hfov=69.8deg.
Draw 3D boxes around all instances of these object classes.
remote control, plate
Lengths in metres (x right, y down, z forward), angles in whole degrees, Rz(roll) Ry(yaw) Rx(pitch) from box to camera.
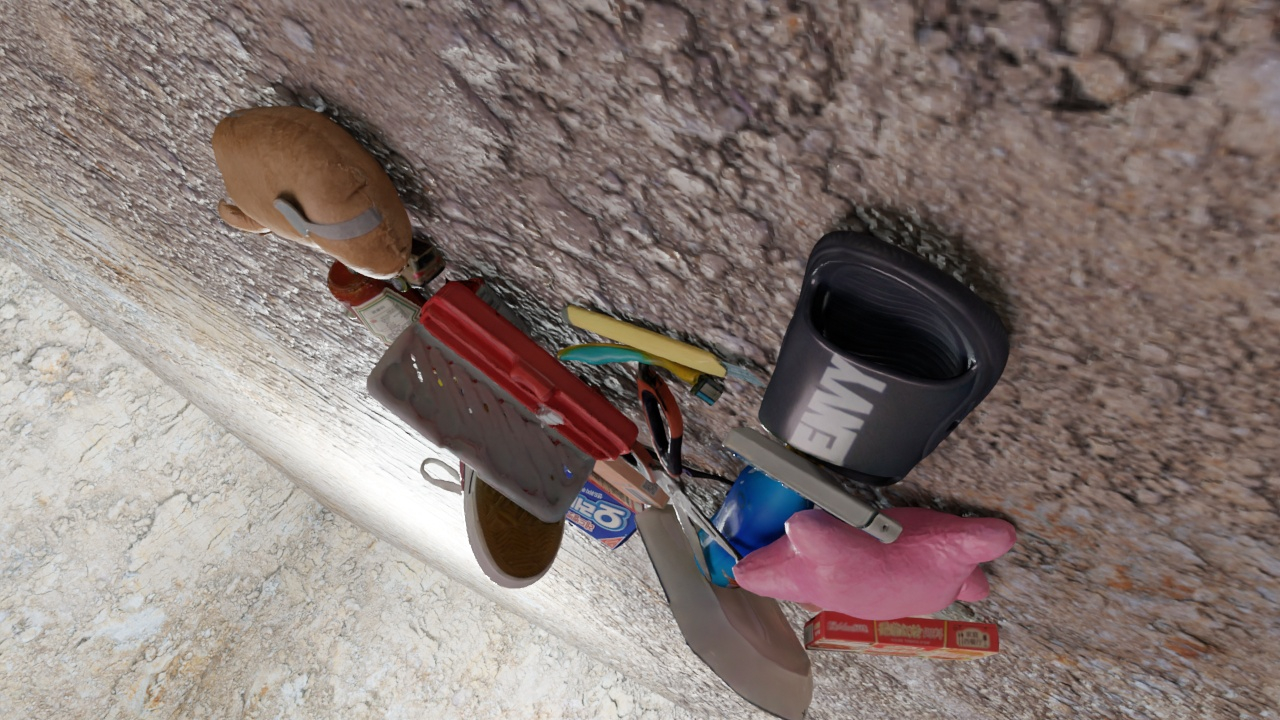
[{"bbox_3d":[0.111,0.080,0.607,0.125,0.024,0.049,31,-179,40],"label":"remote control"},{"bbox_3d":[0.083,0.222,0.870,0.162,0.034,0.265,33,-166,-29],"label":"plate"}]

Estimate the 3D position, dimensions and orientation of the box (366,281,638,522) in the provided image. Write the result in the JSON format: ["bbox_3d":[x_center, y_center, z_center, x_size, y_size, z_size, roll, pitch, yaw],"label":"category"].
[{"bbox_3d":[-0.110,0.039,0.737,0.201,0.100,0.095,39,157,-14],"label":"box"}]

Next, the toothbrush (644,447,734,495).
[{"bbox_3d":[0.030,0.100,0.866,0.189,0.016,0.014,20,156,32],"label":"toothbrush"}]

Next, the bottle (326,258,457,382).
[{"bbox_3d":[-0.214,-0.029,0.868,0.060,0.059,0.206,18,158,31],"label":"bottle"}]

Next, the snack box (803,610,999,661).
[{"bbox_3d":[0.227,0.244,0.809,0.153,0.025,0.075,5,157,-1],"label":"snack box"}]

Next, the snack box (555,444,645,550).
[{"bbox_3d":[-0.088,0.120,0.969,0.207,0.057,0.058,37,-164,-21],"label":"snack box"}]

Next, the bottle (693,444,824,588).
[{"bbox_3d":[0.098,0.123,0.742,0.065,0.065,0.219,30,148,6],"label":"bottle"}]

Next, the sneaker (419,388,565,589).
[{"bbox_3d":[-0.132,0.108,0.839,0.118,0.240,0.088,3,137,-26],"label":"sneaker"}]

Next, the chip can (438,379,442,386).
[{"bbox_3d":[-0.161,0.096,1.037,0.071,0.071,0.210,9,149,45],"label":"chip can"}]

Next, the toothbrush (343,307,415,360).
[{"bbox_3d":[-0.247,-0.003,1.015,0.020,0.029,0.189,-38,116,23],"label":"toothbrush"}]

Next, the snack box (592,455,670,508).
[{"bbox_3d":[-0.044,0.092,0.920,0.157,0.026,0.085,39,164,-15],"label":"snack box"}]

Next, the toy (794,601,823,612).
[{"bbox_3d":[0.176,0.203,0.834,0.121,0.054,0.160,17,154,17],"label":"toy"}]

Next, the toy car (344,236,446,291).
[{"bbox_3d":[-0.206,-0.087,0.756,0.090,0.042,0.035,17,132,22],"label":"toy car"}]

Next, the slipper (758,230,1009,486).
[{"bbox_3d":[0.122,0.031,0.515,0.111,0.083,0.268,26,160,16],"label":"slipper"}]

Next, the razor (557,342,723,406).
[{"bbox_3d":[-0.004,0.004,0.688,0.133,0.028,0.043,13,174,26],"label":"razor"}]

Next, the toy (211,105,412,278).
[{"bbox_3d":[-0.266,-0.130,0.695,0.226,0.082,0.143,17,140,39],"label":"toy"}]

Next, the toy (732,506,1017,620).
[{"bbox_3d":[0.166,0.155,0.684,0.195,0.074,0.179,0,147,5],"label":"toy"}]

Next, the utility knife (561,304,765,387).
[{"bbox_3d":[0.009,-0.011,0.659,0.179,0.019,0.031,25,162,32],"label":"utility knife"}]

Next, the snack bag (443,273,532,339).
[{"bbox_3d":[-0.122,-0.038,0.766,0.045,0.026,0.105,7,148,44],"label":"snack bag"}]

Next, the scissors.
[{"bbox_3d":[0.015,0.088,0.769,0.189,0.015,0.225,19,131,52],"label":"scissors"}]
